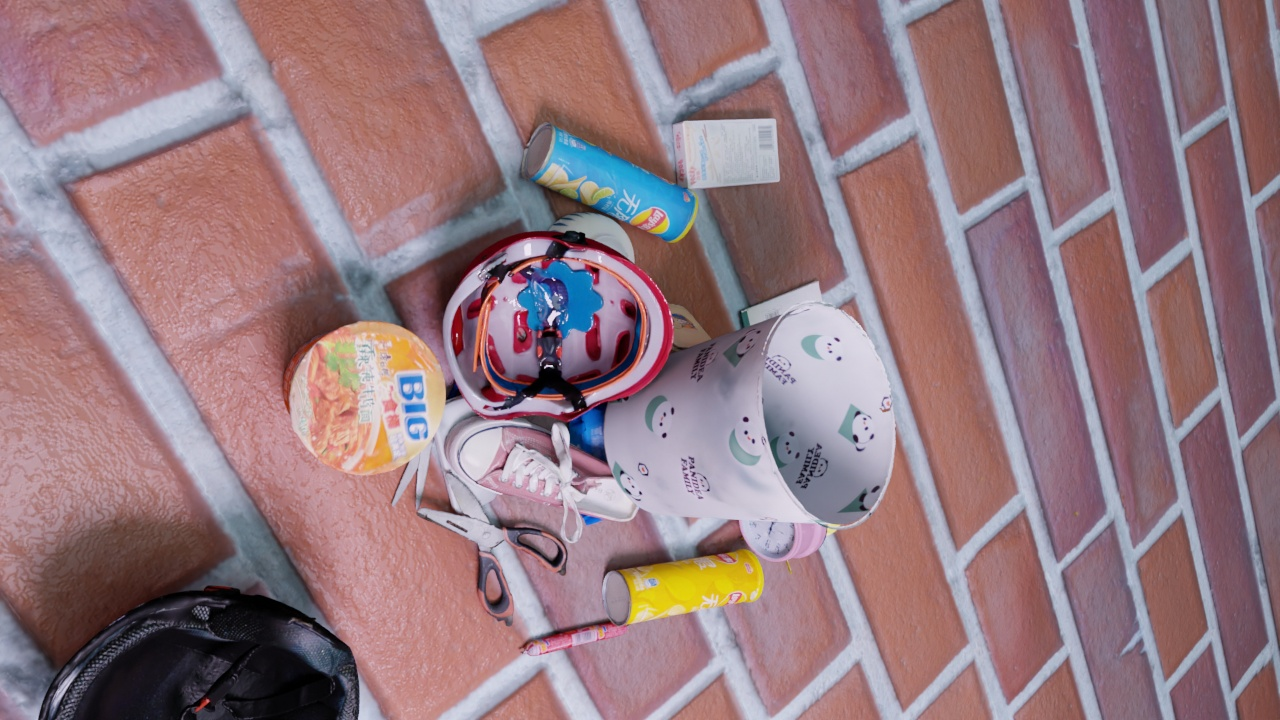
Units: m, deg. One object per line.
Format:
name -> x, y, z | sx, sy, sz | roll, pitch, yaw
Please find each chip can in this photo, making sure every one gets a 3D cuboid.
chip can -> 0.057, 0.295, 1.199 | 0.213, 0.072, 0.072 | -1, 95, -31
chip can -> -0.033, -0.208, 1.088 | 0.210, 0.071, 0.071 | 19, 85, -32

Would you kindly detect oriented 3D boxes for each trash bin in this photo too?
trash bin -> 0.109, 0.072, 1.004 | 0.229, 0.253, 0.229 | 11, 74, -41

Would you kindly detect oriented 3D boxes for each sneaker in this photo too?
sneaker -> -0.098, 0.128, 1.024 | 0.241, 0.088, 0.118 | 24, 87, -22

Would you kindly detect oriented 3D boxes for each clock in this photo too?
clock -> 0.192, 0.198, 1.233 | 0.059, 0.117, 0.159 | -11, 121, -42

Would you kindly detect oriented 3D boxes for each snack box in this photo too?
snack box -> 0.115, -0.271, 1.203 | 0.156, 0.027, 0.085 | -11, 101, -31

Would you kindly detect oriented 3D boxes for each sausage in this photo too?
sausage -> -0.079, 0.347, 1.147 | 0.155, 0.020, 0.020 | -3, 97, -32

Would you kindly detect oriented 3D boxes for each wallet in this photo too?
wallet -> 0.044, -0.041, 1.133 | 0.087, 0.115, 0.024 | 10, 119, -31

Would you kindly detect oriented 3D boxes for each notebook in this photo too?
notebook -> 0.219, 0.007, 1.306 | 0.150, 0.012, 0.209 | -22, 106, -29

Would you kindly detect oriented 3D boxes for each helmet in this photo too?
helmet -> -0.395, 0.324, 0.821 | 0.274, 0.231, 0.233 | 35, 62, -31
helmet -> -0.091, -0.051, 1.003 | 0.240, 0.143, 0.207 | -3, 117, -5

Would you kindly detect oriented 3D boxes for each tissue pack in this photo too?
tissue pack -> -0.039, 0.117, 1.130 | 0.094, 0.052, 0.157 | -9, 100, -33

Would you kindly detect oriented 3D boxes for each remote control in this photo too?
remote control -> -0.200, 0.106, 1.035 | 0.055, 0.020, 0.136 | -23, 117, -31

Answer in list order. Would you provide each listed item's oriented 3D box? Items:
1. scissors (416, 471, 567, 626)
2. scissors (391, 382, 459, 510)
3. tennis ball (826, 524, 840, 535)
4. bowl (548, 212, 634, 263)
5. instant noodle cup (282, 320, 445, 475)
scissors -> -0.168, 0.218, 1.068 | 0.188, 0.015, 0.224 | -10, 107, -35
scissors -> -0.230, 0.083, 1.030 | 0.143, 0.012, 0.170 | -19, 107, -30
tennis ball -> 0.258, 0.220, 1.321 | 0.065, 0.066, 0.065 | -4, 97, -32
bowl -> -0.054, -0.118, 1.088 | 0.116, 0.066, 0.116 | -3, 97, -32
instant noodle cup -> -0.288, 0.032, 0.927 | 0.151, 0.112, 0.151 | -4, 97, -32
